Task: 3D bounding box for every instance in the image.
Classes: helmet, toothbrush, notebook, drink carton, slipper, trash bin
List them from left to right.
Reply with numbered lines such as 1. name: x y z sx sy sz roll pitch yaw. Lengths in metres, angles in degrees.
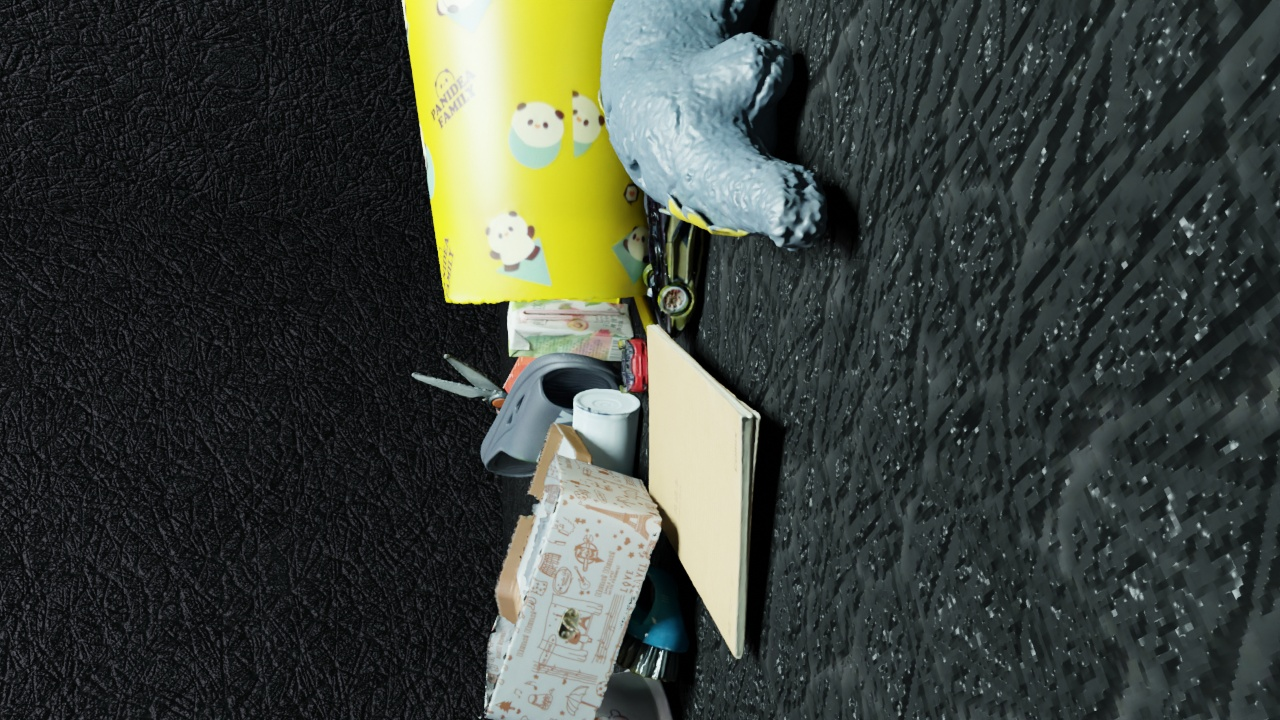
1. trash bin: -0.078 -0.179 0.757 0.229 0.229 0.255 -151 59 -77
2. slipper: -0.096 0.083 0.977 0.269 0.110 0.083 -48 39 50
3. helmet: -0.062 0.382 0.752 0.229 0.156 0.275 -106 21 -54
4. drink carton: -0.071 -0.032 0.921 0.053 0.122 0.046 -99 18 -46
5. toothbrush: -0.002 -0.075 0.860 0.190 0.016 0.016 -107 23 -53
6. notebook: 0.034 0.073 0.605 0.211 0.012 0.149 -130 39 -69

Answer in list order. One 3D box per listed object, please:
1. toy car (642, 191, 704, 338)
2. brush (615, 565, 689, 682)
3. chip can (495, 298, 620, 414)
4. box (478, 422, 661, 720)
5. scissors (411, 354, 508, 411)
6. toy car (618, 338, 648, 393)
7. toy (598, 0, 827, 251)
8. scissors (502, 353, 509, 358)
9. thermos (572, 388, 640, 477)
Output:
1. toy car: 0.023 -0.092 0.673 0.070 0.042 0.158 -114 20 -63
2. brush: 0.004 0.198 0.715 0.144 0.055 0.073 165 124 -78
3. chip can: -0.099 -0.007 1.040 0.217 0.073 0.073 -55 31 40
4. box: -0.067 0.161 0.752 0.261 0.082 0.177 -142 71 -77
5. scissors: -0.131 0.042 1.005 0.225 0.204 0.021 76 -173 -57
6. toy car: -0.005 0.005 0.822 0.106 0.031 0.049 161 108 -86
7. toy: 0.030 -0.173 0.540 0.138 0.091 0.355 126 144 -49
8. scissors: -0.117 -0.049 1.146 0.014 0.159 0.181 50 166 -9
9. thermos: -0.042 0.139 0.903 0.070 0.070 0.221 -118 32 -67
